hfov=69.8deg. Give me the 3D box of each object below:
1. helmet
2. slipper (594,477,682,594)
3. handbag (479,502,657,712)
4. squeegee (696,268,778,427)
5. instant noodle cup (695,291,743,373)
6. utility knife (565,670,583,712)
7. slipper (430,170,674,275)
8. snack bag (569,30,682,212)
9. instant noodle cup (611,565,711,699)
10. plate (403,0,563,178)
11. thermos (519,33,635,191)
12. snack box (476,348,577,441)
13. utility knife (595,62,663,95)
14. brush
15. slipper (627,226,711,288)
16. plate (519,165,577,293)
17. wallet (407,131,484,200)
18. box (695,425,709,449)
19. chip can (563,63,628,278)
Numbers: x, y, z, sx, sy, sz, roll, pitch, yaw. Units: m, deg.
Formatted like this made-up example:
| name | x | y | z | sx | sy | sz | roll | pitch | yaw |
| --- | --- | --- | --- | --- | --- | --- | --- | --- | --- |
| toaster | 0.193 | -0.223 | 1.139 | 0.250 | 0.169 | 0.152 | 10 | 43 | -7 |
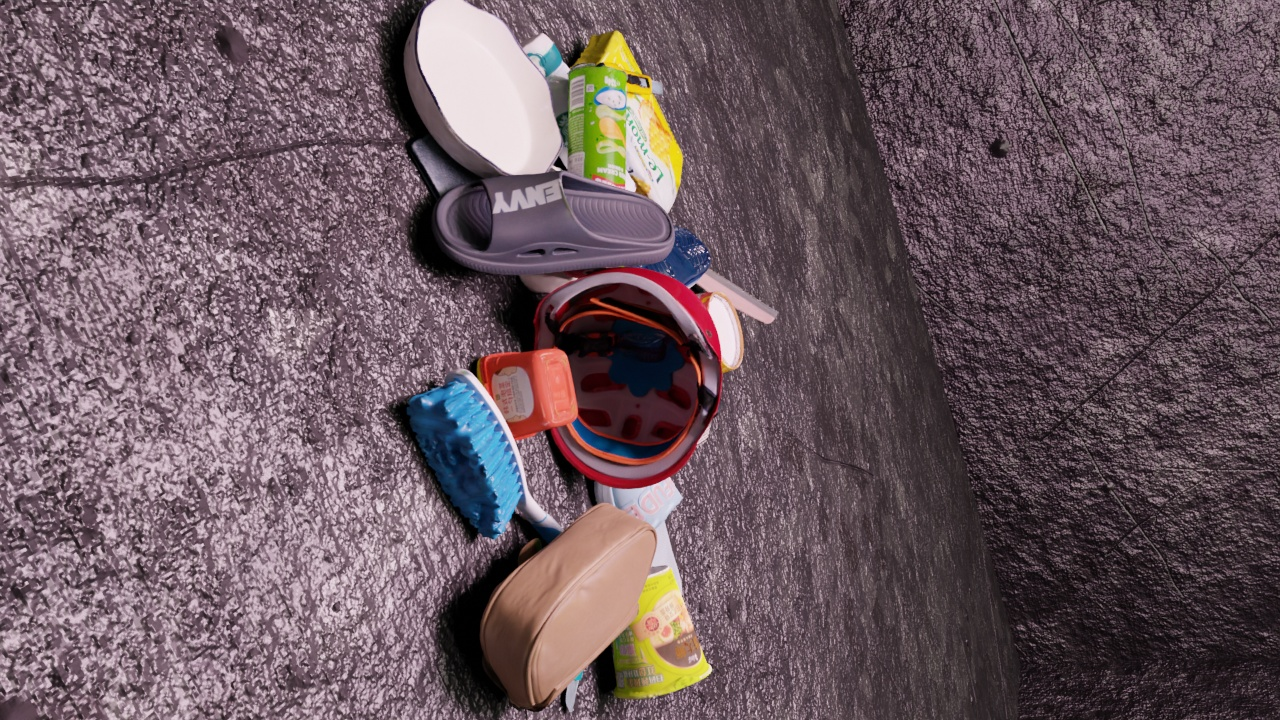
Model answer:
| name | x | y | z | sx | sy | sz | roll | pitch | yaw |
| --- | --- | --- | --- | --- | --- | --- | --- | --- | --- |
| helmet | -0.006 | 0.006 | 1.012 | 0.143 | 0.207 | 0.240 | -57 | 152 | -63 |
| slipper | 0.010 | 0.191 | 1.096 | 0.103 | 0.074 | 0.245 | -33 | 109 | -59 |
| handbag | -0.070 | 0.229 | 0.877 | 0.203 | 0.100 | 0.148 | -32 | 136 | -47 |
| squeegee | 0.106 | -0.011 | 1.388 | 0.247 | 0.040 | 0.249 | 28 | 59 | -35 |
| instant noodle cup | 0.070 | -0.031 | 1.255 | 0.138 | 0.110 | 0.137 | 34 | 49 | -52 |
| utility knife | -0.059 | 0.288 | 0.995 | 0.029 | 0.013 | 0.182 | 52 | 38 | -41 |
| slipper | -0.076 | -0.153 | 0.924 | 0.267 | 0.084 | 0.110 | -3 | 57 | -28 |
| snack bag | -0.023 | -0.310 | 1.240 | 0.246 | 0.068 | 0.157 | 57 | 33 | -32 |
| instant noodle cup | 0.010 | 0.297 | 1.022 | 0.111 | 0.112 | 0.123 | -5 | 80 | -61 |
| plate | -0.167 | -0.279 | 0.965 | 0.204 | 0.046 | 0.204 | 33 | 45 | -42 |
| thermos | -0.085 | -0.287 | 1.117 | 0.224 | 0.073 | 0.073 | 57 | 34 | -32 |
| snack box | -0.113 | 0.033 | 0.927 | 0.081 | 0.080 | 0.091 | -9 | 87 | -61 |
| utility knife | -0.009 | -0.367 | 1.200 | 0.201 | 0.015 | 0.033 | -23 | 101 | -63 |
| brush | -0.123 | 0.141 | 0.902 | 0.315 | 0.061 | 0.109 | 68 | 26 | -24 |
| slipper | 0.002 | -0.105 | 1.183 | 0.105 | 0.095 | 0.252 | 45 | 38 | 5 |
| plate | -0.098 | -0.160 | 1.080 | 0.163 | 0.034 | 0.164 | -6 | 85 | -62 |
| wallet | -0.185 | -0.186 | 0.951 | 0.121 | 0.019 | 0.097 | 63 | 32 | -21 |
| box | 0.023 | 0.039 | 1.123 | 0.162 | 0.086 | 0.076 | 66 | -13 | -4 |
| chip can | -0.051 | -0.213 | 1.043 | 0.072 | 0.072 | 0.236 | 11 | 78 | -60 |
